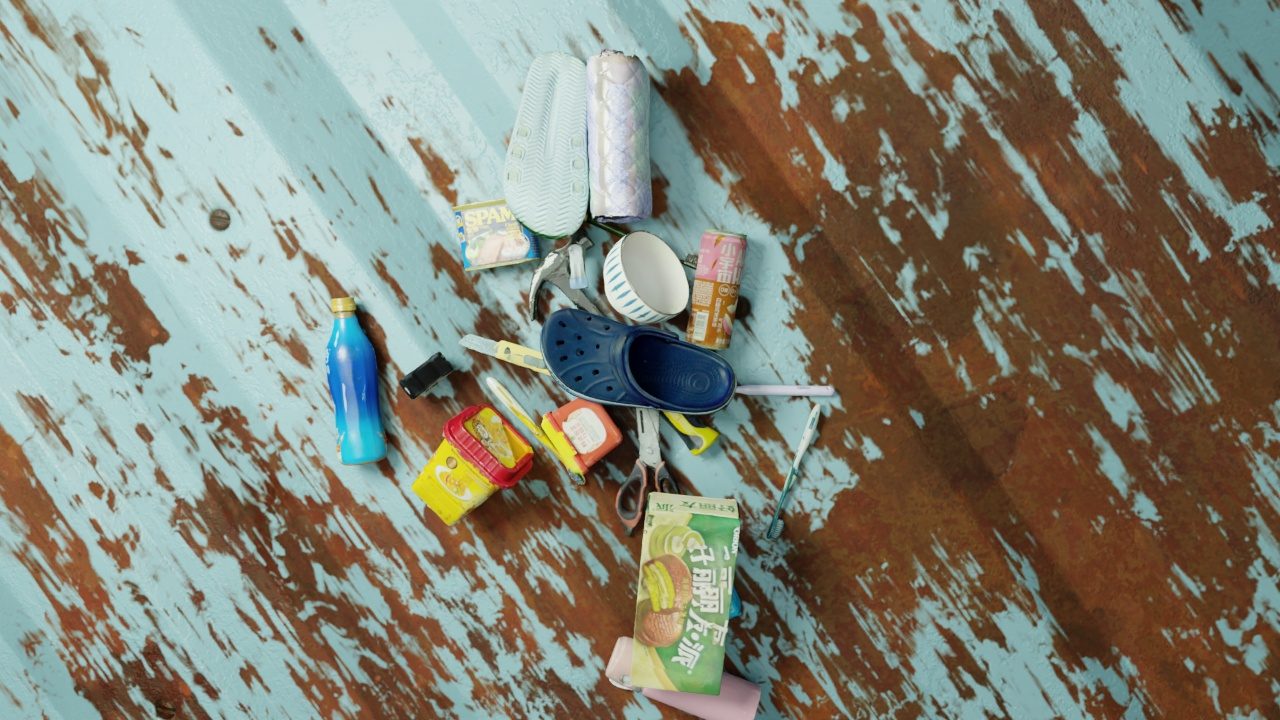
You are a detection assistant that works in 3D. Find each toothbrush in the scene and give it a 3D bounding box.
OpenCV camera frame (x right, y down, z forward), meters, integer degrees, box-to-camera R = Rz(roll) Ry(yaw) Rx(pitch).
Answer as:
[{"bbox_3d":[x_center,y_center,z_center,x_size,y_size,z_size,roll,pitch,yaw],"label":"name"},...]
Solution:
[{"bbox_3d":[0.202,0.145,1.190,0.018,0.016,0.192,18,98,-7],"label":"toothbrush"},{"bbox_3d":[-0.139,0.094,1.216,0.016,0.018,0.191,-42,91,6],"label":"toothbrush"},{"bbox_3d":[0.154,0.035,1.172,0.189,0.029,0.021,2,141,-2],"label":"toothbrush"},{"bbox_3d":[-0.007,-0.159,1.181,0.186,0.012,0.017,24,92,3],"label":"toothbrush"}]

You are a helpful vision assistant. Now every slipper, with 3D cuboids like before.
[{"bbox_3d":[-0.113,-0.266,1.143,0.104,0.074,0.245,6,76,-7],"label":"slipper"},{"bbox_3d":[-0.007,0.007,1.116,0.253,0.095,0.105,16,78,3],"label":"slipper"}]

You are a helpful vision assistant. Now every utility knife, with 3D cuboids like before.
[{"bbox_3d":[-0.145,0.000,1.212,0.198,0.021,0.031,18,91,8],"label":"utility knife"}]

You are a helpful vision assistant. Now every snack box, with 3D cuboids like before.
[{"bbox_3d":[0.053,0.286,1.124,0.114,0.063,0.240,6,103,2],"label":"snack box"},{"bbox_3d":[-0.073,0.091,1.180,0.080,0.082,0.091,-34,90,-2],"label":"snack box"}]

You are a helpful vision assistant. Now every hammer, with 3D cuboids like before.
[{"bbox_3d":[-0.021,-0.007,1.188,0.126,0.032,0.323,-40,91,8],"label":"hammer"}]

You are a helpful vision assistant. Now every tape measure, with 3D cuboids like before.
[{"bbox_3d":[-0.281,0.021,1.198,0.065,0.066,0.033,-38,95,-19],"label":"tape measure"}]

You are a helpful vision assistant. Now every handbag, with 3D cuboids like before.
[{"bbox_3d":[-0.024,-0.265,1.110,0.075,0.134,0.194,-2,96,6],"label":"handbag"}]

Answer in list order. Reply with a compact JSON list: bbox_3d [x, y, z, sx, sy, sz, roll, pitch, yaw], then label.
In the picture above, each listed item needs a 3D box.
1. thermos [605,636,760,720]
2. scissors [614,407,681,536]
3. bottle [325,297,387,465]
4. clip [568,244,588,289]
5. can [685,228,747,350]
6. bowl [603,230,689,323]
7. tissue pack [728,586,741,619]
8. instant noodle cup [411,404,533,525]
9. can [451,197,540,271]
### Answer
[{"bbox_3d":[0.052,0.431,1.212,0.198,0.067,0.087,19,127,3],"label":"thermos"},{"bbox_3d":[0.001,0.134,1.191,0.197,0.015,0.205,-42,96,17],"label":"scissors"},{"bbox_3d":[-0.378,0.026,1.209,0.065,0.065,0.219,-5,95,6],"label":"bottle"},{"bbox_3d":[-0.079,-0.118,1.157,0.026,0.041,0.058,-5,94,7],"label":"clip"},{"bbox_3d":[0.095,-0.089,1.154,0.058,0.058,0.147,10,97,4],"label":"can"},{"bbox_3d":[-0.002,-0.096,1.140,0.066,0.116,0.116,-30,93,40],"label":"bowl"},{"bbox_3d":[0.070,0.280,1.188,0.090,0.063,0.140,-20,100,9],"label":"tissue pack"},{"bbox_3d":[-0.221,0.139,1.188,0.116,0.116,0.124,45,109,0],"label":"instant noodle cup"},{"bbox_3d":[-0.182,-0.162,1.175,0.102,0.057,0.083,-8,97,6],"label":"can"}]
